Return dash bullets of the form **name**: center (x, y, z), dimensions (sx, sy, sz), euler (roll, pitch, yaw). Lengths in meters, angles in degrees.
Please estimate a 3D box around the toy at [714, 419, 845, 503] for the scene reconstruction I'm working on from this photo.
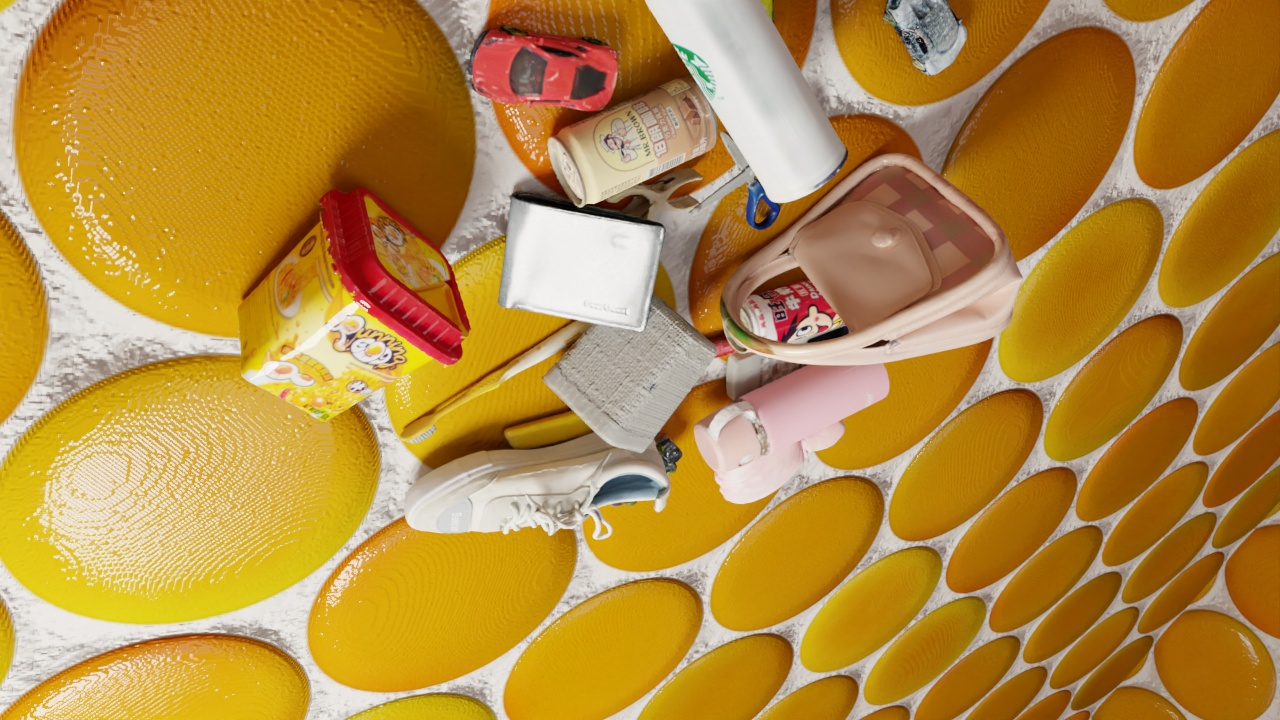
- **toy**: center (0.150, 0.093, 0.995), dimensions (0.159, 0.054, 0.121), euler (-28, 137, -8)

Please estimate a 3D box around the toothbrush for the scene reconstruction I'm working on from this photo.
- **toothbrush**: center (-0.118, 0.017, 0.777), dimensions (0.191, 0.016, 0.018), euler (-32, 147, -8)

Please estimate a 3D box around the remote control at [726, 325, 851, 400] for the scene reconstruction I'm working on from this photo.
- **remote control**: center (0.156, -0.004, 0.944), dimensions (0.149, 0.021, 0.058), euler (-20, 134, -19)

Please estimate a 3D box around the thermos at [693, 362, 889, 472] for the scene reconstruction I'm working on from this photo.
- **thermos**: center (0.150, 0.042, 0.912), dimensions (0.198, 0.067, 0.087), euler (-22, 147, -16)

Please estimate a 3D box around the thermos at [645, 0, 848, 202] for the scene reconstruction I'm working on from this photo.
- **thermos**: center (0.059, -0.214, 0.630), dimensions (0.073, 0.073, 0.224), euler (-39, 117, -1)

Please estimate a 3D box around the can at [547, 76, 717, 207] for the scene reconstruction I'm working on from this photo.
- **can**: center (-0.005, -0.161, 0.676), dimensions (0.116, 0.058, 0.059), euler (-27, 135, -13)

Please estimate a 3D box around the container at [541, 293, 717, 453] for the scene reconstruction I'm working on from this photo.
- **container**: center (-0.005, 0.005, 0.782), dimensions (0.114, 0.090, 0.090), euler (-50, 158, 6)

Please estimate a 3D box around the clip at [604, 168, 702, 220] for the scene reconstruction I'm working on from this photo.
- **clip**: center (0.001, -0.117, 0.738), dimensions (0.104, 0.035, 0.084), euler (-4, 124, -42)

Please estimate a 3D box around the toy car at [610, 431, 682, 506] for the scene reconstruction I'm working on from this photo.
- **toy car**: center (-0.001, 0.110, 0.919), dimensions (0.090, 0.035, 0.042), euler (-41, 136, 1)

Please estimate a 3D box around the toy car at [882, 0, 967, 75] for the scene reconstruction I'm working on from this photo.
- **toy car**: center (0.243, -0.281, 0.769), dimensions (0.049, 0.031, 0.105), euler (-48, 137, 10)

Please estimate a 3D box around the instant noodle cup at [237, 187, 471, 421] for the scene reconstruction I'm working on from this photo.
- **instant noodle cup**: center (-0.198, -0.032, 0.620), dimensions (0.124, 0.116, 0.116), euler (-35, 139, 12)

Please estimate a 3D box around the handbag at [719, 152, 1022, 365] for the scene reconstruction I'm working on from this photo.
- **handbag**: center (0.183, -0.070, 0.800), dimensions (0.234, 0.193, 0.093), euler (-24, 133, -2)

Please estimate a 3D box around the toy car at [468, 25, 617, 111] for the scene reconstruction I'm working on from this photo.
- **toy car**: center (-0.065, -0.197, 0.627), dimensions (0.106, 0.031, 0.049), euler (-3, 125, -30)

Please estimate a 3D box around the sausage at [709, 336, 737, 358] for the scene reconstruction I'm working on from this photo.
- **sausage**: center (0.094, -0.017, 0.892), dimensions (0.155, 0.020, 0.020), euler (-15, 131, -24)

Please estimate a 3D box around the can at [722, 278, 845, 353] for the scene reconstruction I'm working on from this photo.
- **can**: center (0.147, -0.047, 0.879), dimensions (0.132, 0.053, 0.053), euler (-16, 132, -24)

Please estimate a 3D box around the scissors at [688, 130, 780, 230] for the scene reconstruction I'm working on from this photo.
- **scissors**: center (0.098, -0.157, 0.752), dimensions (0.175, 0.012, 0.162), euler (-48, 155, -15)

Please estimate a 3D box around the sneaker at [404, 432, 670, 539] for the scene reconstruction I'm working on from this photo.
- **sneaker**: center (-0.085, 0.126, 0.821), dimensions (0.241, 0.090, 0.090), euler (-12, 143, -23)

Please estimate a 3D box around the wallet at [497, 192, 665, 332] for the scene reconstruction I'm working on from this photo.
- **wallet**: center (-0.047, -0.073, 0.710), dimensions (0.121, 0.019, 0.097), euler (12, 124, -1)

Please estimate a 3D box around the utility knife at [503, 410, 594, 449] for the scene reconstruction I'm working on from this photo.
- **utility knife**: center (-0.054, 0.054, 0.852), dimensions (0.153, 0.015, 0.033), euler (-13, 124, -25)

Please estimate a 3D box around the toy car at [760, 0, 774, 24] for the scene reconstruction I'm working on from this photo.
- **toy car**: center (0.077, -0.256, 0.663), dimensions (0.032, 0.048, 0.105), euler (-17, 133, -5)
